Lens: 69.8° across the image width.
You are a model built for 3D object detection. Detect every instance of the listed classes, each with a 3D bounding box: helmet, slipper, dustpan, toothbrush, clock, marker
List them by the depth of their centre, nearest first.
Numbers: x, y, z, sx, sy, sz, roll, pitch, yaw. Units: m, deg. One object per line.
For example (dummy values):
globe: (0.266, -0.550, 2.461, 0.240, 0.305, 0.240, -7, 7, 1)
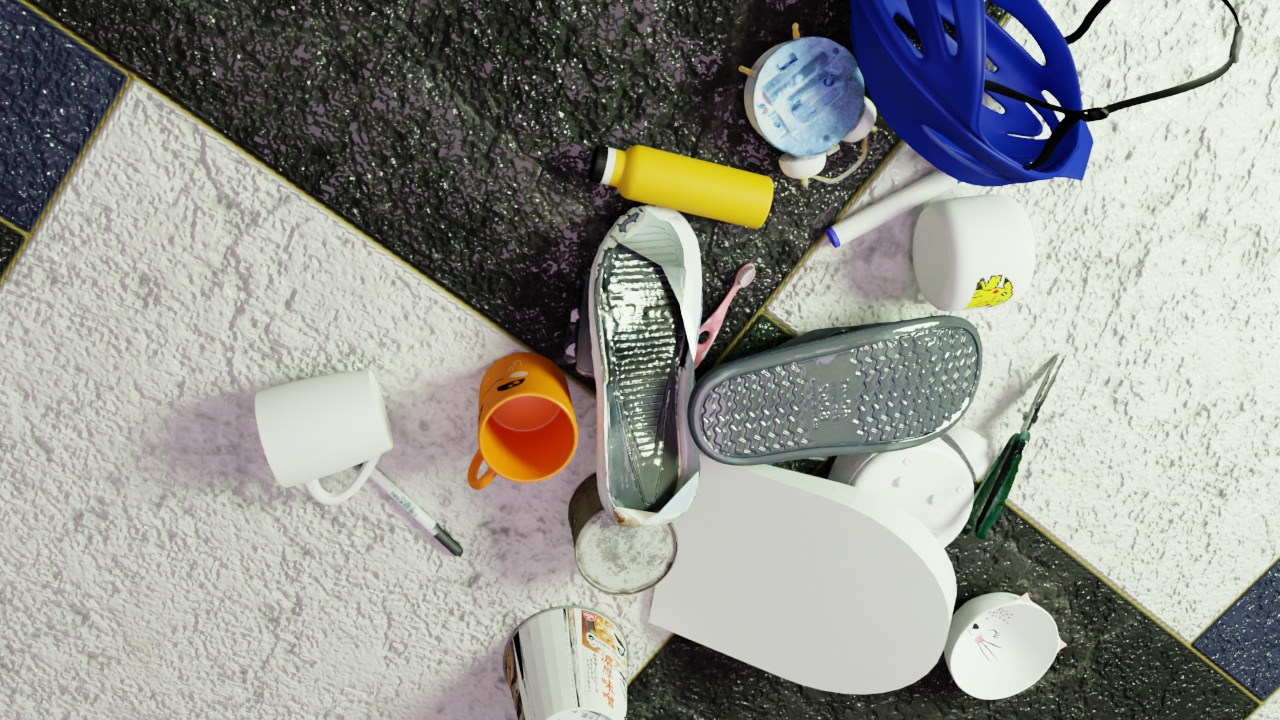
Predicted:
helmet: (0.279, -0.221, 0.653, 0.241, 0.228, 0.147, 35, 68, -26)
clock: (0.135, -0.197, 0.726, 0.089, 0.052, 0.125, -37, 111, 4)
slipper: (-0.004, 0.004, 0.761, 0.111, 0.063, 0.264, -4, 92, -30)
marker: (0.225, -0.137, 0.779, 0.141, 0.020, 0.020, -28, 112, 3)
slipper: (0.162, 0.026, 0.787, 0.268, 0.083, 0.111, -11, 102, -11)
toothbrush: (0.059, -0.027, 0.794, 0.021, 0.016, 0.135, 31, 102, -16)
marker: (-0.209, 0.124, 0.810, 0.011, 0.011, 0.152, -39, 110, 6)
dustpan: (0.149, 0.194, 0.833, 0.258, 0.053, 0.192, 17, 113, 19)
clock: (0.244, 0.124, 0.847, 0.125, 0.072, 0.161, 27, 104, -17)

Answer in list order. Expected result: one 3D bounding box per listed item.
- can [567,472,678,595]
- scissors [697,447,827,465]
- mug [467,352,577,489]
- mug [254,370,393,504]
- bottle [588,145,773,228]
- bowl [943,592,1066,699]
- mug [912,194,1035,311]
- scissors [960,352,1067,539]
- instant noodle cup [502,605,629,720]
can: (-0.017, 0.150, 0.816, 0.090, 0.074, 0.090, -3, 109, -9)
scissors: (0.104, 0.093, 0.844, 0.154, 0.019, 0.126, -21, 110, 1)
mug: (-0.105, 0.058, 0.756, 0.077, 0.096, 0.113, 37, 100, -19)
mug: (-0.250, 0.066, 0.748, 0.087, 0.081, 0.114, -16, 119, -10)
bottle: (0.031, -0.142, 0.734, 0.143, 0.043, 0.043, 11, 108, -13)
bowl: (0.359, 0.282, 0.935, 0.114, 0.050, 0.115, -3, 110, -8)
mug: (0.274, -0.083, 0.773, 0.068, 0.094, 0.116, -7, 148, -5)
scissors: (0.349, 0.084, 0.863, 0.015, 0.137, 0.209, 28, 75, 16)
instant noodle cup: (-0.063, 0.312, 0.842, 0.123, 0.121, 0.124, -3, 110, -8)
